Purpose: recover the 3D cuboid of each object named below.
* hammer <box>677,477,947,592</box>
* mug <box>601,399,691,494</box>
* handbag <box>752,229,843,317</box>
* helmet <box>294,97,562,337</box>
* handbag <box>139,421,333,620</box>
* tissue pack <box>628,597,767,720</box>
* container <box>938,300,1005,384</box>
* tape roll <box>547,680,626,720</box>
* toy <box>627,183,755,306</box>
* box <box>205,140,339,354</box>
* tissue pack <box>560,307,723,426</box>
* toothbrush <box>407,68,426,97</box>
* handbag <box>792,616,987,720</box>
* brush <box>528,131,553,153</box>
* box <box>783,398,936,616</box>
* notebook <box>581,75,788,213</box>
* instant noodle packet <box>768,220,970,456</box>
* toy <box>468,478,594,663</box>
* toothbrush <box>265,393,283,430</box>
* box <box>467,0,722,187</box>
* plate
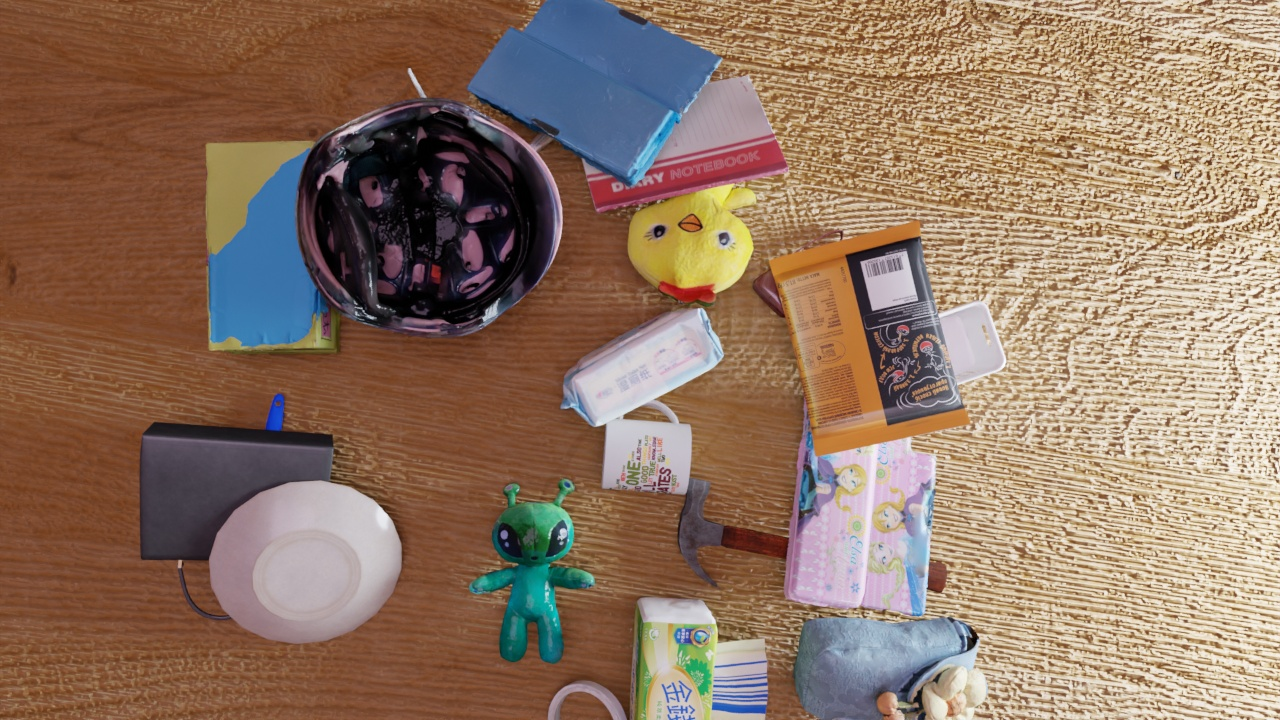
[{"bbox_3d":[0.188,0.212,1.008,0.300,0.028,0.111,11,86,-2],"label":"hammer"},{"bbox_3d":[0.006,0.090,0.989,0.089,0.074,0.105,4,61,-2],"label":"mug"},{"bbox_3d":[0.184,-0.105,1.027,0.119,0.029,0.055,-43,88,-9],"label":"handbag"},{"bbox_3d":[-0.211,-0.142,0.941,0.255,0.152,0.230,-13,100,-7],"label":"helmet"},{"bbox_3d":[-0.420,0.172,0.947,0.175,0.072,0.196,6,94,-20],"label":"handbag"},{"bbox_3d":[0.062,0.355,0.957,0.141,0.120,0.197,4,94,-4],"label":"tissue pack"},{"bbox_3d":[0.324,-0.009,1.013,0.129,0.049,0.080,-18,88,-3],"label":"container"},{"bbox_3d":[-0.056,0.388,0.974,0.093,0.013,0.093,0,91,27],"label":"tape roll"},{"bbox_3d":[0.057,-0.147,0.993,0.134,0.092,0.207,10,76,0],"label":"toy"},{"bbox_3d":[-0.388,-0.115,0.974,0.124,0.081,0.221,-3,90,1],"label":"box"},{"bbox_3d":[-0.006,0.006,0.966,0.182,0.112,0.070,-27,97,-4],"label":"tissue pack"},{"bbox_3d":[-0.218,-0.255,0.936,0.010,0.181,0.010,2,81,0],"label":"toothbrush"},{"bbox_3d":[0.259,0.332,0.953,0.192,0.118,0.122,4,117,-5],"label":"handbag"},{"bbox_3d":[-0.138,-0.217,1.022,0.039,0.012,0.151,42,87,0],"label":"brush"},{"bbox_3d":[0.245,0.155,0.994,0.159,0.035,0.230,10,77,-6],"label":"box"},{"bbox_3d":[0.039,-0.237,0.995,0.208,0.012,0.153,-13,57,-3],"label":"notebook"},{"bbox_3d":[0.239,-0.022,0.972,0.160,0.032,0.220,-14,82,13],"label":"instant noodle packet"},{"bbox_3d":[-0.114,0.222,0.978,0.130,0.072,0.193,2,78,-4],"label":"toy"},{"bbox_3d":[-0.406,0.126,0.991,0.016,0.018,0.182,11,87,-23],"label":"toothbrush"},{"bbox_3d":[-0.052,-0.308,0.984,0.231,0.033,0.174,32,85,20],"label":"box"},{"bbox_3d":[-0.343,0.215,0.947,0.188,0.027,0.189,-5,109,-16],"label":"plate"}]
